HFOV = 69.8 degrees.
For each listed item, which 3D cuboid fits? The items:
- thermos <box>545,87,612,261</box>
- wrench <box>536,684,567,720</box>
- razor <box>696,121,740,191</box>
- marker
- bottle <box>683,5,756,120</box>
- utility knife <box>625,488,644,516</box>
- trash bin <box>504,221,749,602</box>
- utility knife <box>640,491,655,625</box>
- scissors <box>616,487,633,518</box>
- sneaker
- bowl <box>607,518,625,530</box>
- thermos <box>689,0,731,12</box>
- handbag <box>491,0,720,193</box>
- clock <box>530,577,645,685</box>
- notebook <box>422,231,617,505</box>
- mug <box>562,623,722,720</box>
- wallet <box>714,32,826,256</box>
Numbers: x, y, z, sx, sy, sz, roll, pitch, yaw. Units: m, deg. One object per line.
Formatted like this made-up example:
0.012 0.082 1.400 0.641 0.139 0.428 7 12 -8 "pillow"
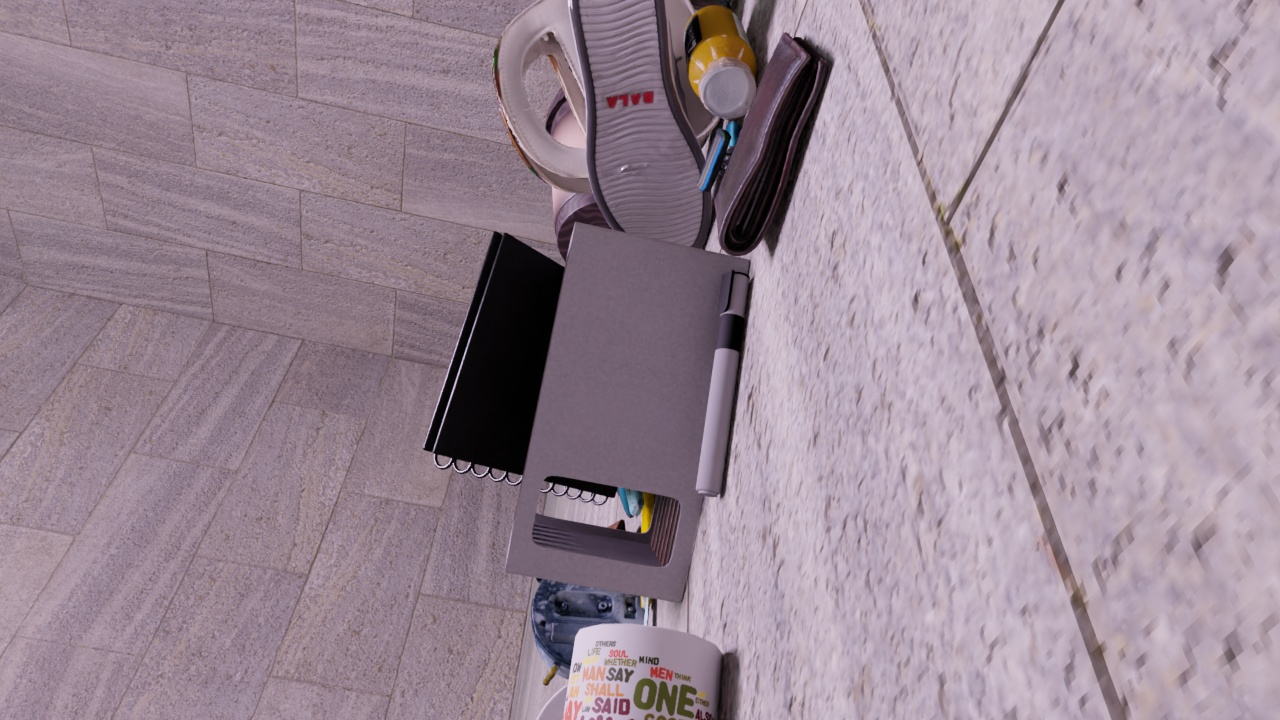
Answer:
-0.034 -0.222 1.111 0.173 0.172 0.225 109 164 -50 "thermos"
-0.037 0.343 0.573 0.018 0.086 0.273 139 132 -80 "wrench"
0.064 -0.155 0.663 0.143 0.022 0.042 -66 -2 -65 "razor"
0.050 0.013 0.558 0.016 0.016 0.140 120 160 -72 "marker"
0.063 -0.236 0.726 0.185 0.053 0.053 -89 12 -58 "bottle"
-0.004 0.108 0.760 0.119 0.015 0.022 -112 40 -79 "utility knife"
-0.014 0.034 0.639 0.114 0.114 0.229 -173 94 -84 "trash bin"
0.006 0.156 0.721 0.206 0.018 0.031 -93 7 -56 "utility knife"
-0.020 0.084 0.854 0.132 0.019 0.148 106 150 -71 "scissors"
0.002 -0.212 0.775 0.128 0.097 0.263 -80 -21 -63 "sneaker"
-0.036 0.195 0.820 0.114 0.026 0.102 -66 -20 -64 "bowl"
0.045 -0.315 0.953 0.082 0.082 0.232 -86 9 -51 "thermos"
-0.035 -0.252 0.858 0.093 0.199 0.200 157 89 -80 "handbag"
-0.041 0.192 0.725 0.052 0.090 0.129 100 174 -53 "clock"
-0.064 0.020 0.725 0.231 0.019 0.169 27 -102 -56 "notebook"
0.003 0.190 0.458 0.105 0.073 0.089 64 -151 -55 "mug"
0.075 -0.131 0.550 0.099 0.031 0.120 -89 18 -64 "wallet"
